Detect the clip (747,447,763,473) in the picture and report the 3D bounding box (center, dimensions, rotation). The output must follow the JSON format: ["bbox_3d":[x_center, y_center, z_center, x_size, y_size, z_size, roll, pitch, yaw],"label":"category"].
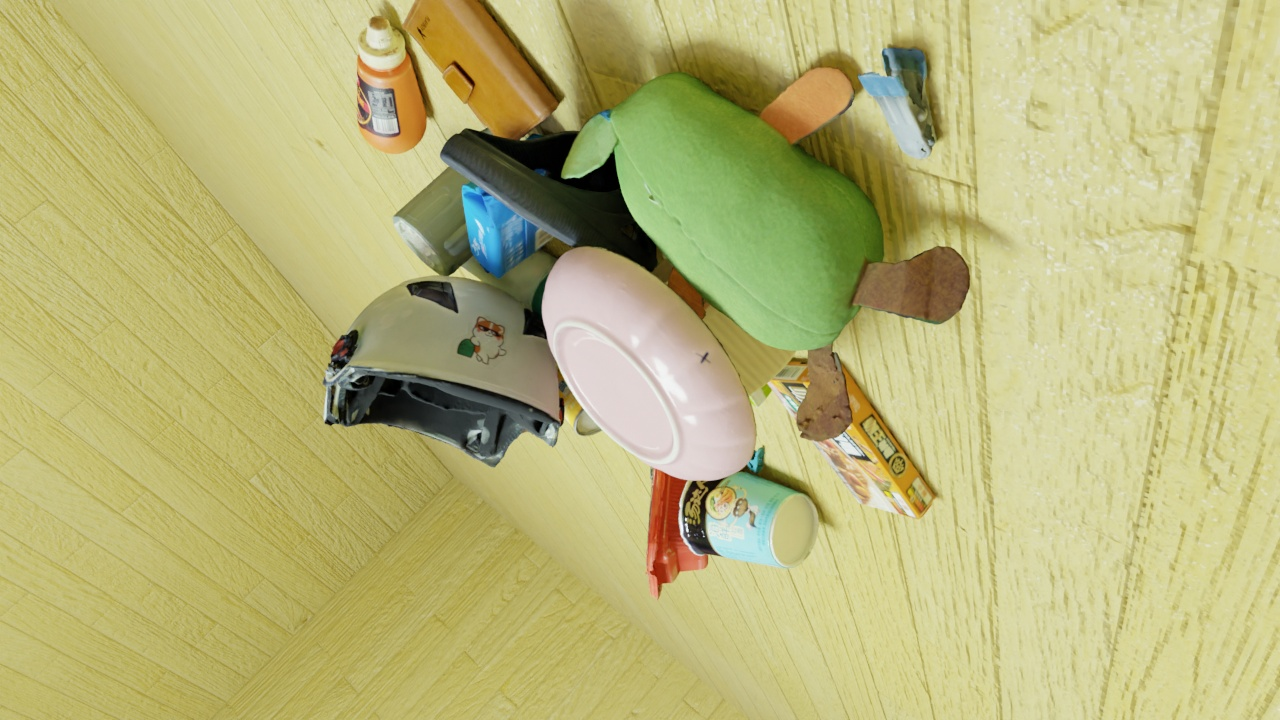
[{"bbox_3d":[0.118,0.101,0.961,0.033,0.013,0.054,31,158,38],"label":"clip"}]

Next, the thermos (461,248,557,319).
[{"bbox_3d":[-0.143,-0.107,0.976,0.224,0.073,0.073,34,160,26],"label":"thermos"}]

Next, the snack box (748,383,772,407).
[{"bbox_3d":[0.043,-0.020,0.794,0.156,0.026,0.086,37,179,20],"label":"snack box"}]

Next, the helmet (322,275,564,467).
[{"bbox_3d":[-0.184,-0.003,0.905,0.230,0.156,0.275,16,157,-21],"label":"helmet"}]

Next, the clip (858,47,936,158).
[{"bbox_3d":[0.129,-0.122,0.441,0.026,0.042,0.058,21,154,48],"label":"clip"}]

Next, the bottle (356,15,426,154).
[{"bbox_3d":[-0.237,-0.259,0.856,0.067,0.066,0.150,40,155,12],"label":"bottle"}]

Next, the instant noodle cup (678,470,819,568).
[{"bbox_3d":[0.120,0.168,0.976,0.121,0.111,0.111,6,139,49],"label":"instant noodle cup"}]

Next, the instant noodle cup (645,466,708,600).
[{"bbox_3d":[0.044,0.180,1.092,0.079,0.188,0.165,3,154,6],"label":"instant noodle cup"}]

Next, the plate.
[{"bbox_3d":[-0.006,0.013,0.631,0.192,0.039,0.193,38,152,24],"label":"plate"}]

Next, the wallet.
[{"bbox_3d":[-0.129,-0.234,0.727,0.130,0.035,0.119,49,155,-14],"label":"wallet"}]

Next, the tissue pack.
[{"bbox_3d":[-0.106,-0.135,0.790,0.052,0.094,0.157,48,163,9],"label":"tissue pack"}]

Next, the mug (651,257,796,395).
[{"bbox_3d":[0.046,-0.022,0.682,0.106,0.114,0.082,46,174,-13],"label":"mug"}]

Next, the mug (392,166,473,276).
[{"bbox_3d":[-0.171,-0.143,0.896,0.124,0.103,0.084,17,148,56],"label":"mug"}]

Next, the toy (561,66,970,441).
[{"bbox_3d":[0.068,-0.080,0.544,0.246,0.089,0.228,47,141,12],"label":"toy"}]

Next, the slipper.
[{"bbox_3d":[-0.042,-0.124,0.675,0.111,0.083,0.268,36,-174,20],"label":"slipper"}]

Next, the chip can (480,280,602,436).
[{"bbox_3d":[-0.100,-0.015,1.004,0.213,0.072,0.072,50,167,28],"label":"chip can"}]

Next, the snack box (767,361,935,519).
[{"bbox_3d":[0.170,0.063,0.744,0.154,0.026,0.075,51,160,-20],"label":"snack box"}]
